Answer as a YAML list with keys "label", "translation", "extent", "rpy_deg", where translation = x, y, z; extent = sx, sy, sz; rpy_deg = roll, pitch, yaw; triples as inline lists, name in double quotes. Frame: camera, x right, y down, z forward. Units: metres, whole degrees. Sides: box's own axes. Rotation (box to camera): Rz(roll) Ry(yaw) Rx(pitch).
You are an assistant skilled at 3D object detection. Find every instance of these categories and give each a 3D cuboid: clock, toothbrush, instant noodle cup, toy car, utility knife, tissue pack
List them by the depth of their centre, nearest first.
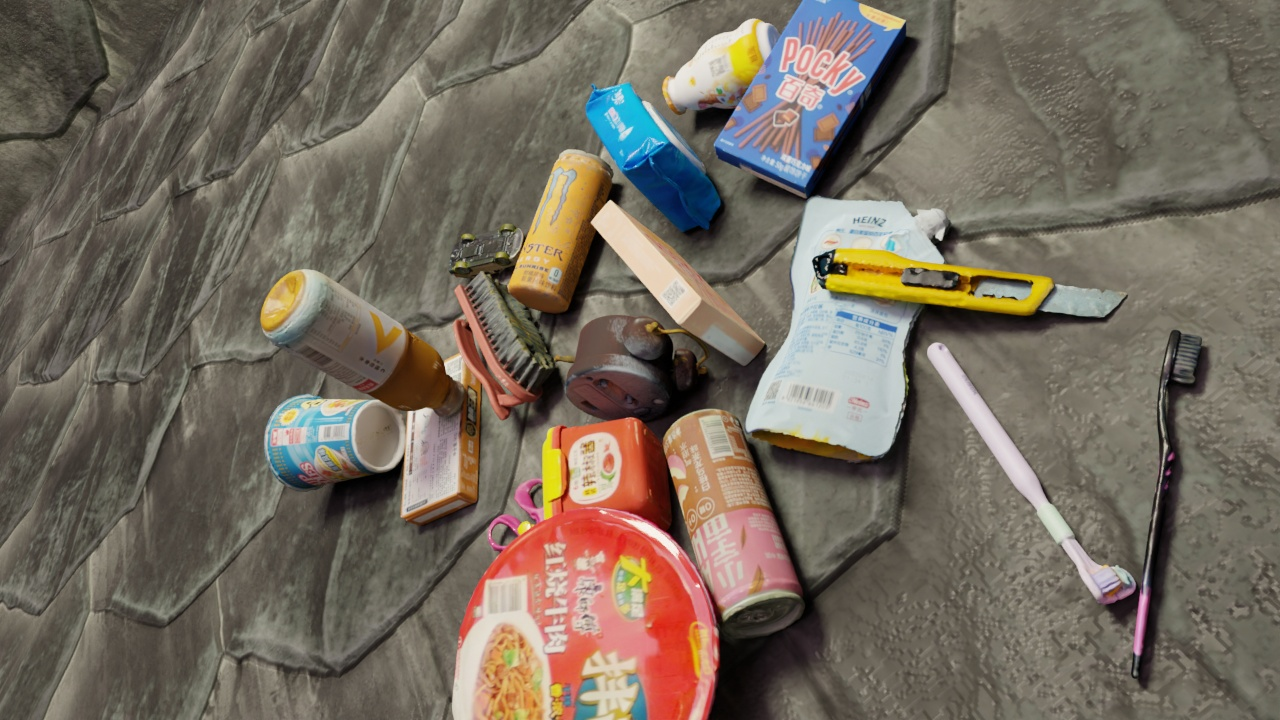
- label: "toothbrush"
  translation: [0.272, 0.070, 0.476]
  extent: [0.018, 0.014, 0.189]
  rpy_deg: [7, 71, 30]
- label: "toothbrush"
  translation: [0.215, 0.055, 0.529]
  extent: [0.189, 0.029, 0.021]
  rpy_deg: [-113, 30, -42]
- label: "utility knife"
  translation: [0.199, -0.050, 0.579]
  extent: [0.193, 0.015, 0.033]
  rpy_deg: [10, 74, 28]
- label: "instant noodle cup"
  translation: [-0.028, 0.196, 0.595]
  extent: [0.194, 0.066, 0.193]
  rpy_deg: [-11, 64, 25]
- label: "clock"
  translation: [-0.004, 0.004, 0.702]
  extent: [0.122, 0.082, 0.055]
  rpy_deg: [-18, 49, 35]
- label: "tissue pack"
  translation: [0.010, -0.180, 0.790]
  extent: [0.052, 0.095, 0.157]
  rpy_deg: [-40, 44, 13]
- label: "instant noodle cup"
  translation: [-0.294, 0.077, 0.903]
  extent: [0.110, 0.099, 0.099]
  rpy_deg: [-7, 61, 30]
- label: "toy car"
  translation: [-0.152, -0.108, 0.927]
  extent: [0.091, 0.035, 0.042]
  rpy_deg: [-10, 61, 30]

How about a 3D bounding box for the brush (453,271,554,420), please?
- label: "brush"
  translation: [-0.127, -0.010, 0.830]
  extent: [0.069, 0.063, 0.145]
  rpy_deg: [-46, 46, 15]

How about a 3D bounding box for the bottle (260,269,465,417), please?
- label: "bottle"
  translation: [-0.227, -0.006, 0.780]
  extent: [0.068, 0.189, 0.067]
  rpy_deg: [-21, 52, 28]

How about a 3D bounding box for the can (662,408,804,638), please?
- label: "can"
  translation: [0.059, 0.104, 0.605]
  extent: [0.058, 0.058, 0.147]
  rpy_deg: [-34, 48, 20]

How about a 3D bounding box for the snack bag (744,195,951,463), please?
- label: "snack bag"
  translation: [0.142, -0.028, 0.627]
  extent: [0.110, 0.039, 0.190]
  rpy_deg: [5, 68, 41]

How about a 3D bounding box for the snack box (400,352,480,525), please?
- label: "snack box"
  translation: [-0.185, 0.070, 0.856]
  extent: [0.075, 0.026, 0.153]
  rpy_deg: [-25, 52, 27]

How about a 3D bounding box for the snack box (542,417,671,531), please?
- label: "snack box"
  translation: [-0.023, 0.092, 0.673]
  extent: [0.080, 0.082, 0.091]
  rpy_deg: [-17, 55, 16]

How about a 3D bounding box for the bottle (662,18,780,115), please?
- label: "bottle"
  translation: [0.073, -0.250, 0.798]
  extent: [0.109, 0.063, 0.063]
  rpy_deg: [-15, 57, 33]

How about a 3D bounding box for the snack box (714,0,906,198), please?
- label: "snack box"
  translation: [0.135, -0.214, 0.728]
  extent: [0.084, 0.026, 0.157]
  rpy_deg: [30, 87, 20]

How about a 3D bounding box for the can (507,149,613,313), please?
- label: "can"
  translation: [-0.072, -0.118, 0.848]
  extent: [0.058, 0.058, 0.145]
  rpy_deg: [3, 68, 41]

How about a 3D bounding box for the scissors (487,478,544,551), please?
- label: "scissors"
  translation: [-0.065, 0.138, 0.725]
  extent: [0.138, 0.017, 0.077]
  rpy_deg: [22, 73, 41]

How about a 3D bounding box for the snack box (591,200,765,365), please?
- label: "snack box"
  translation: [0.026, -0.062, 0.712]
  extent: [0.026, 0.084, 0.157]
  rpy_deg: [-49, 44, 12]
